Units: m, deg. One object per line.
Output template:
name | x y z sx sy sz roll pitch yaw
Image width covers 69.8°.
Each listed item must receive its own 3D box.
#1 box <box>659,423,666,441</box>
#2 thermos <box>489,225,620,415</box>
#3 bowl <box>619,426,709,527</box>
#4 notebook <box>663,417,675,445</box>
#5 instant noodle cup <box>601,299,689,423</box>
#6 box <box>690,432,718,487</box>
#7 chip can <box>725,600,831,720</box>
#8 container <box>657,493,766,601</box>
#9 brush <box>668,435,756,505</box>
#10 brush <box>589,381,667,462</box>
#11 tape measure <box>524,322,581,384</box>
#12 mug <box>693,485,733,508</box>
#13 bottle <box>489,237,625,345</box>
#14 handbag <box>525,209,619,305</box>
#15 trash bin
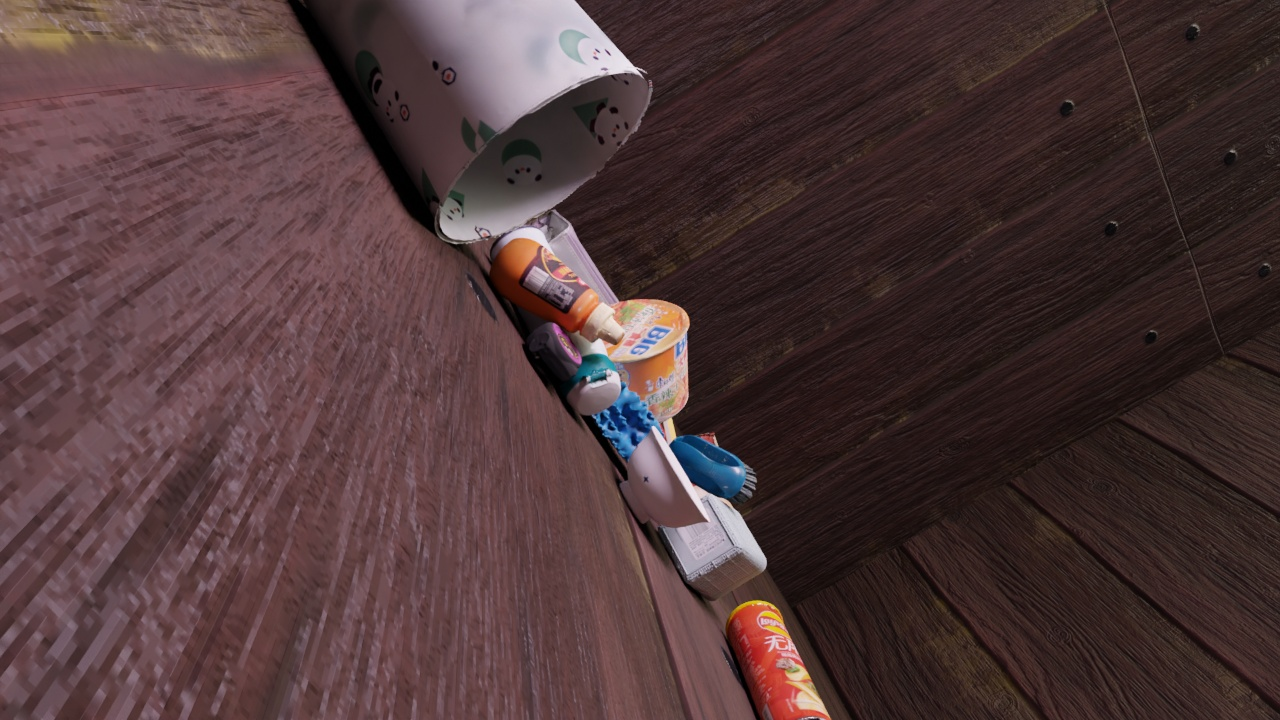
box | 0.020 0.142 1.481 0.087 0.047 0.201 62 3 1
thermos | -0.091 -0.042 0.992 0.224 0.073 0.073 60 3 27
bowl | 0.017 0.136 0.980 0.118 0.065 0.118 59 2 -5
notebook | 0.054 0.146 1.432 0.206 0.010 0.145 56 22 -81
instant noodle cup | -0.007 0.007 1.148 0.151 0.151 0.111 -118 -166 -59
box | 0.110 0.201 1.409 0.091 0.077 0.168 65 14 -69
chip can | 0.150 0.350 1.007 0.073 0.073 0.216 58 3 -18
container | 0.082 0.219 1.078 0.090 0.090 0.111 60 5 28
brush | 0.077 0.127 1.121 0.073 0.055 0.144 31 -3 -33
brush | 0.013 0.122 1.106 0.314 0.060 0.109 55 -8 -24
tape measure | -0.087 -0.006 0.903 0.057 0.039 0.057 51 11 -19
mug | 0.107 0.232 1.289 0.124 0.084 0.103 3 50 -54
bottle | -0.080 -0.063 0.928 0.149 0.067 0.067 35 -1 7
handbag | -0.102 -0.119 1.396 0.197 0.098 0.145 57 4 -26
trash bin | -0.154 -0.271 0.814 0.252 0.229 0.229 53 1 7
